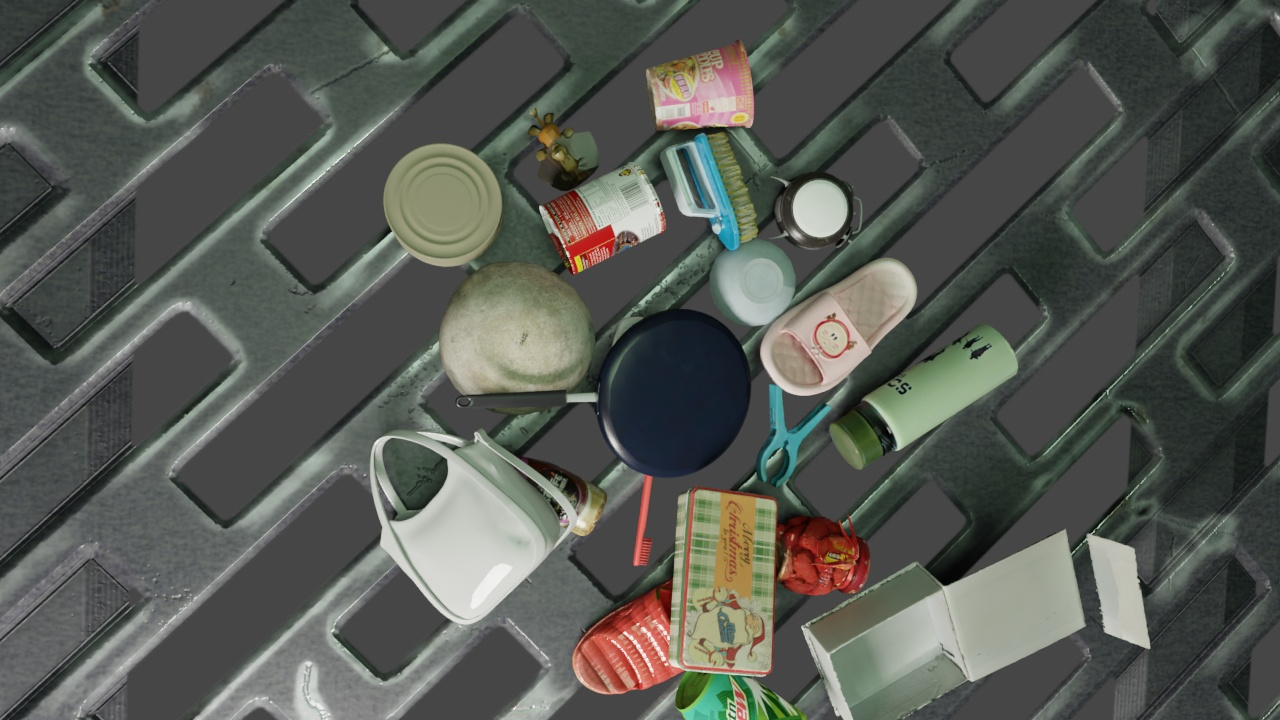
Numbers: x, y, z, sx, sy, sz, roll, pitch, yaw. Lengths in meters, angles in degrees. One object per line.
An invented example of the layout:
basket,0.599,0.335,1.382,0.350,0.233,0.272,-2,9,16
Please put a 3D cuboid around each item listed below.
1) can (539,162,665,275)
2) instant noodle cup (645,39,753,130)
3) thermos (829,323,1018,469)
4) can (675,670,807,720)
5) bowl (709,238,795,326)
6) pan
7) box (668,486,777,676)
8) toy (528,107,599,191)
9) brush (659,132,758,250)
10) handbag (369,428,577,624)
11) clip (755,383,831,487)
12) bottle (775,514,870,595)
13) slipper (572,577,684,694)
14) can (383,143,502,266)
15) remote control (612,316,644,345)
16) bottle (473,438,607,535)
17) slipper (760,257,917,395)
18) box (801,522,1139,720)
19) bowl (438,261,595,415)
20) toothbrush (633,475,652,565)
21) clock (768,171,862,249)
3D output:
can,-0.042,-0.159,1.029,0.116,0.087,0.086,-27,96,-7
instant noodle cup,0.065,-0.305,1.042,0.108,0.097,0.097,-10,94,-2
thermos,0.338,0.048,1.109,0.231,0.082,0.082,-32,97,-7
can,0.119,0.417,1.083,0.144,0.083,0.083,36,86,-9
bowl,0.137,-0.093,1.085,0.106,0.039,0.106,0,93,-9
pan,-0.029,0.041,1.025,0.355,0.021,0.199,-1,100,-24
box,0.096,0.253,1.054,0.117,0.051,0.205,12,71,-18
toy,-0.092,-0.241,1.032,0.076,0.062,0.100,-37,92,13
brush,0.081,-0.190,1.060,0.075,0.055,0.136,-23,94,-18
handbag,-0.199,0.155,1.006,0.222,0.095,0.216,46,109,2
clip,0.183,0.097,1.110,0.102,0.027,0.119,23,88,-7
bottle,0.210,0.230,1.084,0.111,0.099,0.099,16,90,-14
slipper,0.037,0.313,1.078,0.248,0.059,0.103,-31,97,-8
can,-0.215,-0.169,1.006,0.127,0.073,0.128,0,92,-9
remote control,-0.006,0.006,1.071,0.060,0.028,0.114,6,92,-9
bottle,-0.122,0.138,1.043,0.166,0.059,0.059,29,87,-7
slipper,0.243,-0.040,1.096,0.221,0.056,0.107,-36,98,-11
box,0.390,0.314,1.091,0.368,0.098,0.166,-24,117,-1
bowl,-0.136,-0.023,1.024,0.178,0.081,0.178,-1,94,-9
toothbrush,0.015,0.139,1.089,0.018,0.012,0.212,8,91,-10
clock,0.213,-0.178,1.092,0.122,0.044,0.091,1,92,-10
